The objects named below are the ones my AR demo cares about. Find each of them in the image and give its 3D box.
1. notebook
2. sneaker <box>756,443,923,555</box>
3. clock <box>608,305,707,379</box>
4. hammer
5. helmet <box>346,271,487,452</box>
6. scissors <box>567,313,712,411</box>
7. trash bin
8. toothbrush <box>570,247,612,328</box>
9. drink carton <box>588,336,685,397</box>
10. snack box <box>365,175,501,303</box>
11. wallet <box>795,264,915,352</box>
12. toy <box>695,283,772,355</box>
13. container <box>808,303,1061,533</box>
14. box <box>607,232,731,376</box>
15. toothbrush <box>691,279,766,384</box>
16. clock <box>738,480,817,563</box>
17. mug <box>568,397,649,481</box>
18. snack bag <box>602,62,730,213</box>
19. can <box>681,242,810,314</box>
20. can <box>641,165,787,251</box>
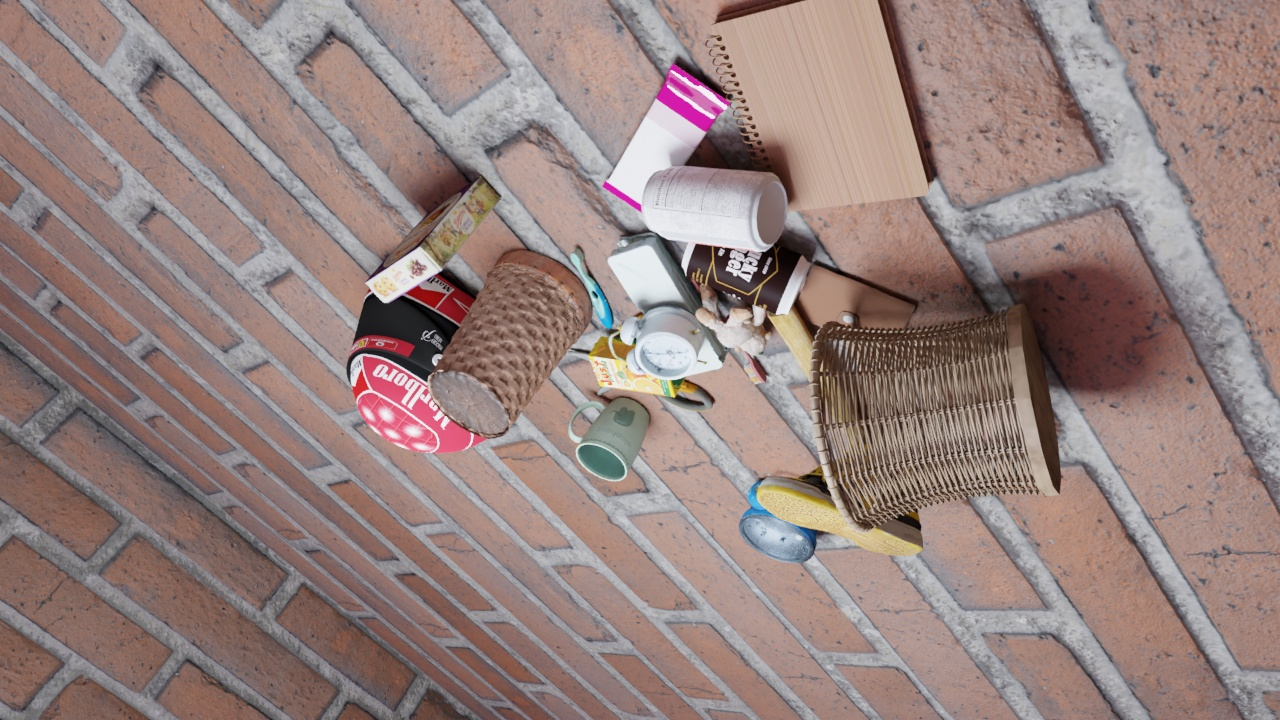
[{"bbox_3d":[0.166,-0.236,0.862,0.169,0.022,0.210,-1,133,35],"label":"notebook"},{"bbox_3d":[0.245,0.145,1.091,0.238,0.121,0.086,25,150,-27],"label":"sneaker"},{"bbox_3d":[0.020,-0.020,1.107,0.118,0.056,0.083,-3,130,14],"label":"clock"},{"bbox_3d":[0.247,0.055,1.130,0.132,0.033,0.330,-7,132,41],"label":"hammer"},{"bbox_3d":[-0.308,0.014,1.321,0.271,0.224,0.198,37,144,-10],"label":"helmet"},{"bbox_3d":[-0.004,0.004,1.267,0.225,0.016,0.226,18,142,17],"label":"scissors"},{"bbox_3d":[-0.175,-0.022,1.195,0.151,0.209,0.151,19,141,16],"label":"trash bin"},{"bbox_3d":[-0.062,-0.093,1.198,0.022,0.017,0.135,5,139,30],"label":"toothbrush"},{"bbox_3d":[-0.007,0.007,1.224,0.123,0.041,0.058,8,138,29],"label":"drink carton"},{"bbox_3d":[-0.261,-0.151,1.157,0.144,0.147,0.040,-20,121,46],"label":"snack box"},{"bbox_3d":[0.237,-0.056,1.030,0.121,0.013,0.088,24,143,10],"label":"wallet"},{"bbox_3d":[0.124,-0.048,1.086,0.085,0.074,0.106,-21,127,29],"label":"toy"},{"bbox_3d":[0.306,0.054,0.939,0.197,0.226,0.227,-11,128,28],"label":"container"},{"bbox_3d":[0.038,-0.067,1.127,0.085,0.070,0.199,12,142,55],"label":"box"},{"bbox_3d":[0.107,-0.039,1.141,0.016,0.015,0.184,-18,122,34],"label":"toothbrush"},{"bbox_3d":[0.210,0.233,1.352,0.117,0.060,0.162,20,141,16],"label":"clock"},{"bbox_3d":[-0.049,0.104,1.342,0.111,0.103,0.084,26,144,6],"label":"mug"},{"bbox_3d":[0.023,-0.227,0.978,0.070,0.016,0.197,33,143,-4],"label":"snack bag"},{"bbox_3d":[0.115,-0.104,1.011,0.128,0.071,0.072,24,143,9],"label":"can"},{"bbox_3d":[0.075,-0.157,0.939,0.136,0.078,0.078,13,141,35],"label":"can"}]
